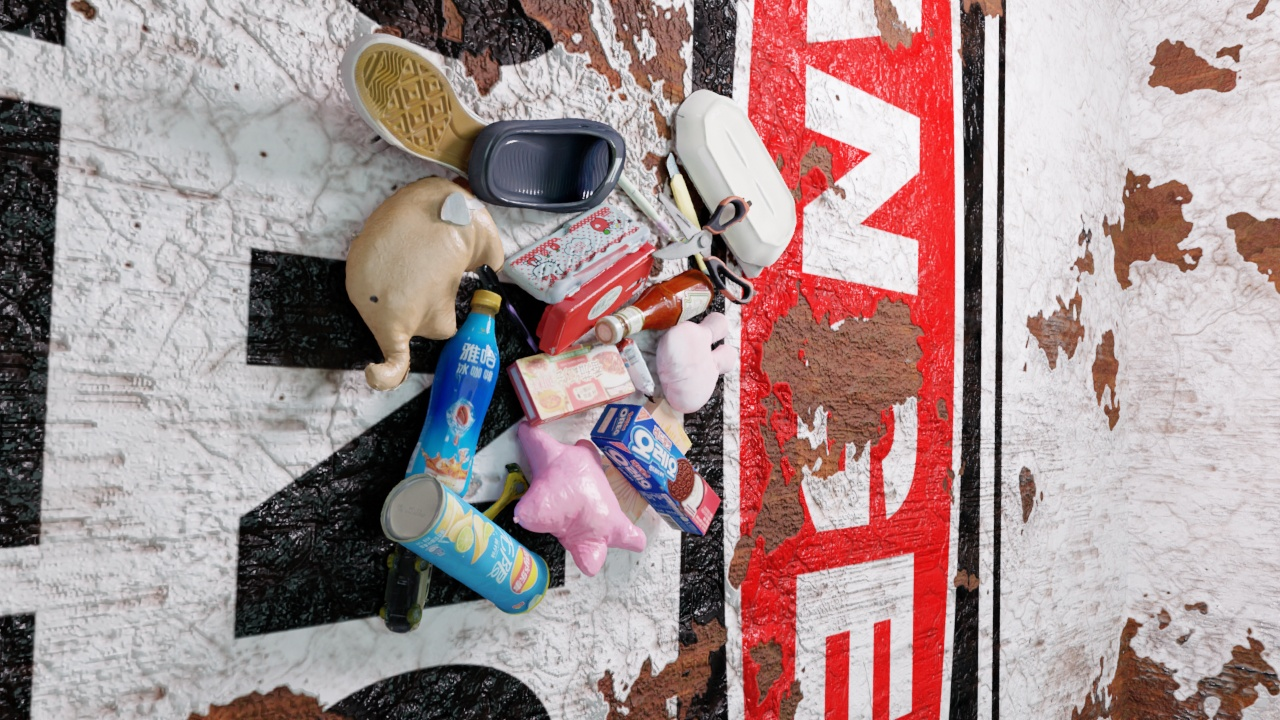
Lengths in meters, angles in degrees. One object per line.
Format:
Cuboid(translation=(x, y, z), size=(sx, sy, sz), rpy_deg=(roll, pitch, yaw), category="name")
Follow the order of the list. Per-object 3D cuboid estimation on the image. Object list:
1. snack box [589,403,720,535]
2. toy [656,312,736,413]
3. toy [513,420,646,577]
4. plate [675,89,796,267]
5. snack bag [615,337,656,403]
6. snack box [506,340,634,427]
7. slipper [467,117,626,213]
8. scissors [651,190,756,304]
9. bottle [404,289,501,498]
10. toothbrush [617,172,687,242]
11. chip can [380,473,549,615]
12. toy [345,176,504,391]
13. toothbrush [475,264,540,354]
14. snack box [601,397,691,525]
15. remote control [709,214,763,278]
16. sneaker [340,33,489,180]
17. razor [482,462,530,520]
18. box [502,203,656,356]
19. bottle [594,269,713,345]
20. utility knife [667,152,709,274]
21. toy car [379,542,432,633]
Cuboid(translation=(0.021, 0.136, 1.124), size=(0.207, 0.057, 0.058), rpy_deg=(51, 56, -35), category="snack box")
Cuboid(translation=(0.076, 0.000, 1.225), size=(0.159, 0.054, 0.121), rpy_deg=(-30, 111, -46), category="toy")
Cuboid(translation=(-0.083, 0.149, 1.026), size=(0.178, 0.075, 0.194), rpy_deg=(-5, 60, -56), category="toy")
Cuboid(translation=(0.144, -0.258, 1.287), size=(0.161, 0.034, 0.266), rpy_deg=(-49, 115, -37), category="plate")
Cuboid(translation=(-0.007, 0.007, 1.152), size=(0.026, 0.045, 0.105), rpy_deg=(-31, 111, -12), category="snack bag")
Cuboid(translation=(-0.079, 0.023, 1.073), size=(0.152, 0.026, 0.075), rpy_deg=(-15, 77, -44), category="snack box")
Cuboid(translation=(-0.078, -0.208, 1.015), size=(0.267, 0.083, 0.111), rpy_deg=(-18, 125, -57), category="slipper")
Cuboid(translation=(0.091, -0.147, 1.187), size=(0.224, 0.015, 0.189), rpy_deg=(-34, 113, -41), category="scissors")
Cuboid(translation=(-0.186, 0.033, 0.956), size=(0.065, 0.065, 0.218), rpy_deg=(26, 71, -41), category="bottle")
Cuboid(translation=(0.006, -0.203, 1.184), size=(0.020, 0.029, 0.189), rpy_deg=(-42, 125, 10), category="toothbrush")
Cuboid(translation=(-0.171, 0.190, 0.926), size=(0.210, 0.071, 0.071), rpy_deg=(53, 54, -50), category="chip can")
Cuboid(translation=(-0.228, -0.079, 0.906), size=(0.143, 0.083, 0.225), rpy_deg=(41, 64, -23), category="toy")
Cuboid(translation=(-0.139, -0.050, 0.988), size=(0.189, 0.017, 0.014), rpy_deg=(66, 23, -60), category="toothbrush")
Cuboid(translation=(0.000, 0.129, 1.167), size=(0.156, 0.026, 0.084), rpy_deg=(-51, 123, -32), category="snack box")
Cuboid(translation=(0.143, -0.176, 1.314), size=(0.125, 0.024, 0.048), rpy_deg=(52, 52, -29), category="remote control")
Cuboid(translation=(-0.219, -0.248, 0.914), size=(0.118, 0.088, 0.241), rpy_deg=(-60, 152, 2), category="sneaker")
Cuboid(translation=(-0.171, 0.168, 0.998), size=(0.132, 0.028, 0.043), rpy_deg=(-41, 121, -35), category="razor")
Cuboid(translation=(-0.073, -0.100, 1.086), size=(0.200, 0.100, 0.095), rpy_deg=(-40, 160, -43), category="box")
Cuboid(translation=(0.017, -0.064, 1.148), size=(0.205, 0.060, 0.060), rpy_deg=(-28, 109, -49), category="bottle")
Cuboid(translation=(0.068, -0.194, 1.243), size=(0.030, 0.019, 0.179), rpy_deg=(-41, 123, -42), category="utility knife")
Cuboid(translation=(-0.232, 0.228, 0.923), size=(0.035, 0.042, 0.090), rpy_deg=(34, 59, -60), category="toy car")
